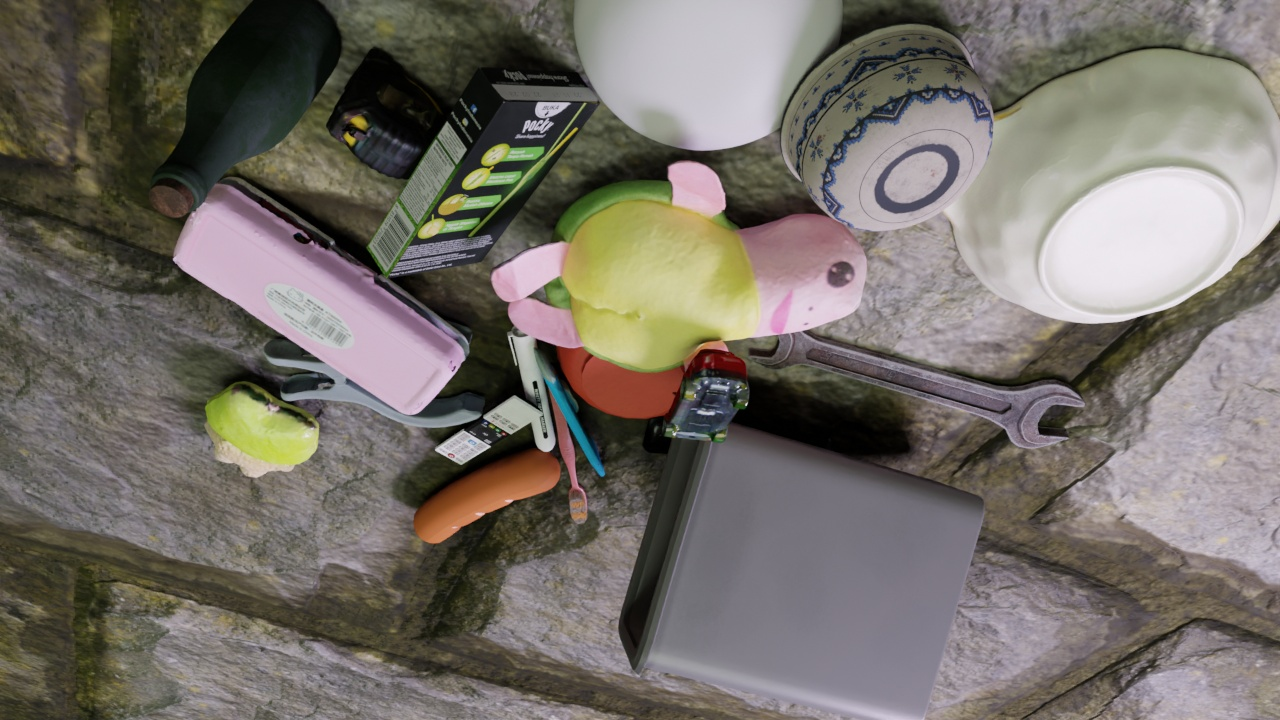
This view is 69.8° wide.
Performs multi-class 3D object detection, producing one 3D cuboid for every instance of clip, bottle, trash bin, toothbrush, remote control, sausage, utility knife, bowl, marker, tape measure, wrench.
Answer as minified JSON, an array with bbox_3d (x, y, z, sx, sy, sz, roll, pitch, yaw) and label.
[{"bbox_3d":[-0.200,0.030,0.728,0.172,0.029,0.143,-5,131,11],"label":"clip"},{"bbox_3d":[-0.206,-0.130,0.472,0.055,0.173,0.055,2,134,2],"label":"bottle"},{"bbox_3d":[0.117,0.155,0.692,0.220,0.097,0.192,16,90,-9],"label":"trash bin"},{"bbox_3d":[-0.062,0.073,0.767,0.015,0.015,0.185,-5,132,1],"label":"toothbrush"},{"bbox_3d":[-0.124,0.055,0.743,0.028,0.011,0.125,35,137,-24],"label":"remote control"},{"bbox_3d":[0.078,0.070,0.747,0.152,0.020,0.041,8,133,-5],"label":"remote control"},{"bbox_3d":[-0.139,0.118,0.798,0.165,0.039,0.044,-28,122,28],"label":"sausage"},{"bbox_3d":[-0.052,0.046,0.725,0.015,0.031,0.158,-24,138,-3],"label":"utility knife"},{"bbox_3d":[0.142,-0.119,0.509,0.115,0.059,0.116,-10,142,-8],"label":"bowl"},{"bbox_3d":[-0.004,0.004,0.680,0.122,0.035,0.122,3,134,3],"label":"bowl"},{"bbox_3d":[-0.084,0.025,0.719,0.020,0.017,0.134,-13,134,-8],"label":"marker"},{"bbox_3d":[-0.143,-0.139,0.532,0.062,0.067,0.038,34,128,-25],"label":"tape measure"},{"bbox_3d":[0.036,-0.173,0.500,0.149,0.043,0.150,3,134,3],"label":"bowl"},{"bbox_3d":[0.207,0.015,0.689,0.273,0.010,0.070,15,133,-9],"label":"wrench"},{"bbox_3d":[0.290,-0.085,0.552,0.219,0.060,0.189,10,133,-4],"label":"bowl"}]

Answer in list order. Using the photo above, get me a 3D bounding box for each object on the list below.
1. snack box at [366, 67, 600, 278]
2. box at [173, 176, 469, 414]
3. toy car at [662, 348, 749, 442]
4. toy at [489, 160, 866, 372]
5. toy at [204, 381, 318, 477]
[{"bbox_3d":[-0.096,-0.110,0.550,0.148,0.080,0.025,-44,75,36],"label":"snack box"},{"bbox_3d":[-0.218,-0.040,0.636,0.202,0.044,0.087,36,125,-15],"label":"box"},{"bbox_3d":[0.041,0.025,0.590,0.042,0.036,0.091,7,145,-6],"label":"toy car"},{"bbox_3d":[0.025,-0.052,0.588,0.238,0.087,0.190,-5,129,6],"label":"toy"},{"bbox_3d":[-0.317,0.062,0.758,0.092,0.046,0.115,30,136,-21],"label":"toy"}]
